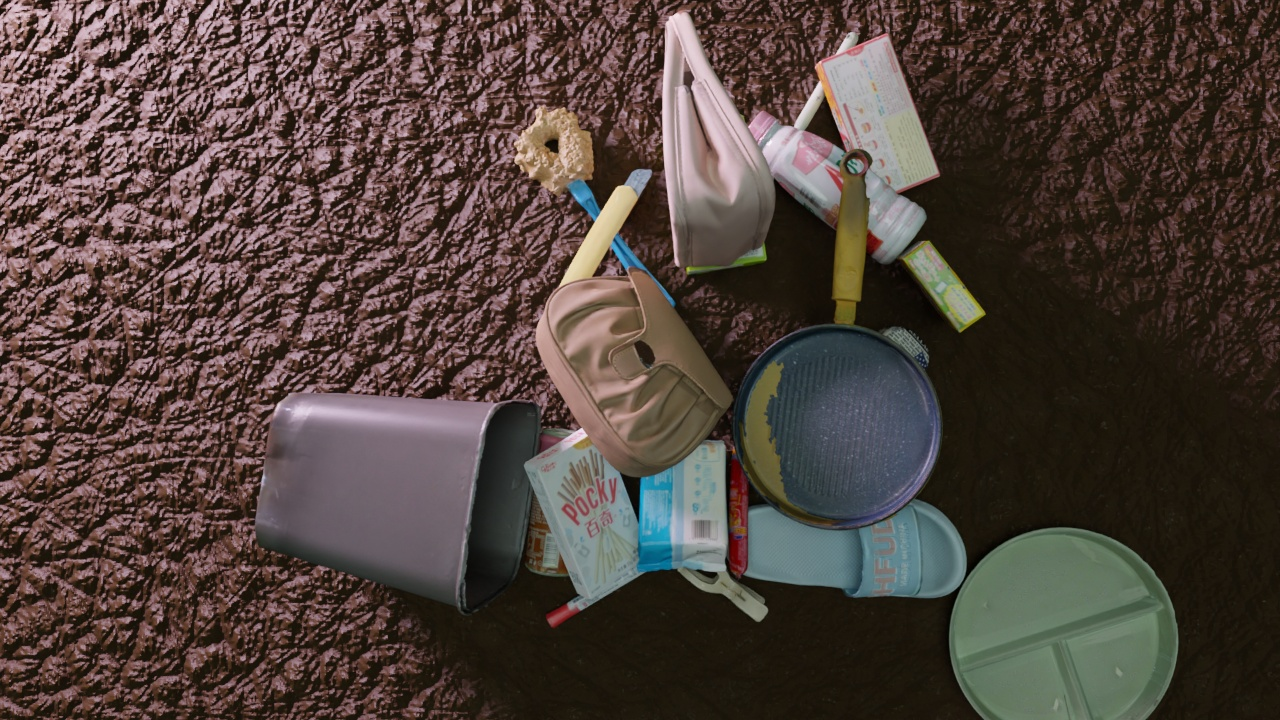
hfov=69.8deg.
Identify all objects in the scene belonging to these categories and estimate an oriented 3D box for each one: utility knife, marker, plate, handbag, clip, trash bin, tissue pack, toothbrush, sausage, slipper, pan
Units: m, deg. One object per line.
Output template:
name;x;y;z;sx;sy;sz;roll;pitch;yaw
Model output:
utility knife;-0.040;-0.125;0.946;0.031;0.019;0.177;34;121;0
marker;-0.035;0.239;0.971;0.145;0.017;0.017;-31;88;1
plate;0.431;0.285;0.946;0.230;0.027;0.230;0;89;2
handbag;-0.005;0.005;0.899;0.147;0.100;0.204;-31;82;-26
clip;0.085;0.232;0.944;0.103;0.076;0.034;38;90;14
trash bin;-0.232;0.123;0.902;0.220;0.199;0.198;7;89;9
tissue pack;0.042;0.145;0.932;0.090;0.063;0.139;0;65;2
handbag;0.053;-0.216;0.873;0.093;0.193;0.234;-13;78;1
toothbrush;0.178;-0.267;0.971;0.020;0.029;0.189;33;89;-41
sausage;0.101;0.148;0.937;0.020;0.020;0.155;3;63;2
slipper;0.208;0.189;0.934;0.245;0.074;0.104;2;88;4
pan;0.192;-0.016;0.875;0.198;0.078;0.357;6;90;17

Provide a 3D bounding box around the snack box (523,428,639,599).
snack box;-0.051;0.152;0.925;0.084;0.027;0.157;-31;112;-32

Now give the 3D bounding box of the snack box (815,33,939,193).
snack box;0.247;-0.249;0.953;0.077;0.027;0.156;-22;97;2

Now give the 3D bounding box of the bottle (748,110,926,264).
bottle;0.191;-0.179;0.927;0.197;0.068;0.068;38;90;5

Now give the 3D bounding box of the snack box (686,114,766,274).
snack box;0.079;-0.174;0.970;0.086;0.026;0.156;-10;89;2

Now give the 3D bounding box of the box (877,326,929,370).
box;0.228;0.036;0.934;0.075;0.076;0.163;45;90;4

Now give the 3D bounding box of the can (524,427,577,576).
can;-0.084;0.146;0.954;0.058;0.058;0.147;7;89;2

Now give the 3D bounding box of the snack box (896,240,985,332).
snack box;0.292;-0.075;0.902;0.034;0.140;0.087;-37;88;13

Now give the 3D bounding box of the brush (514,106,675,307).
brush;-0.045;-0.155;0.972;0.083;0.046;0.254;-35;92;-2
